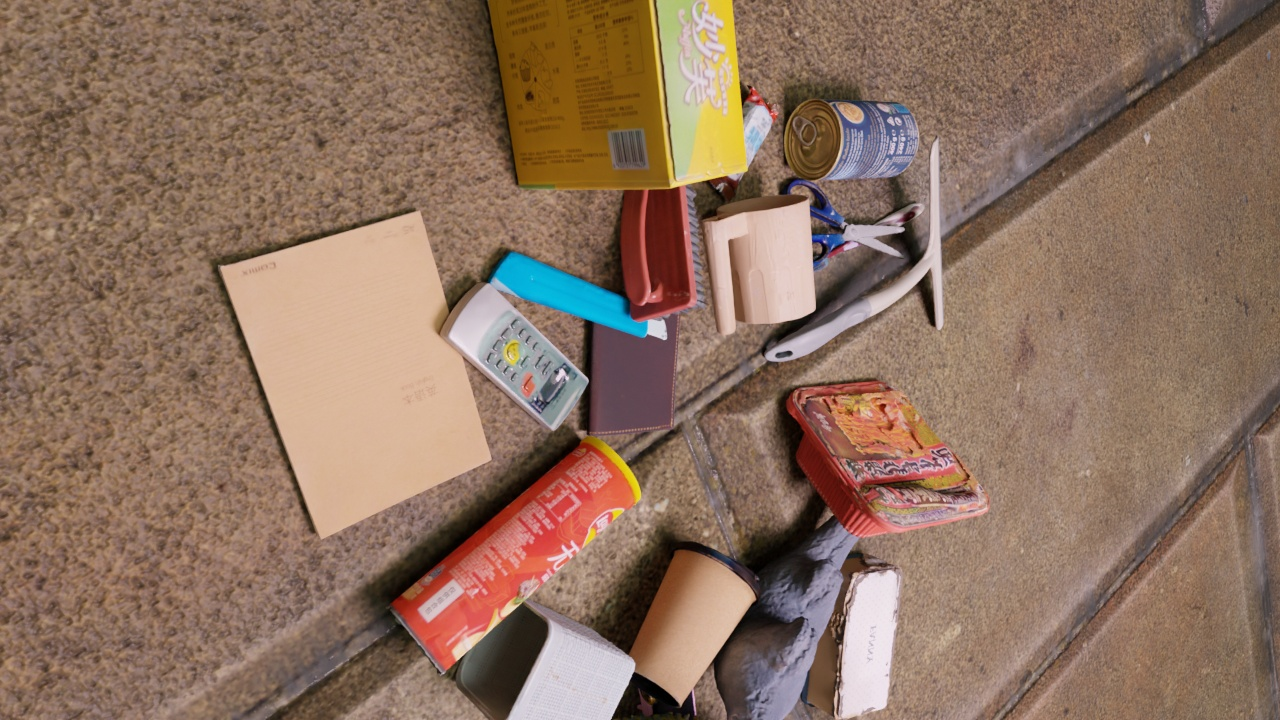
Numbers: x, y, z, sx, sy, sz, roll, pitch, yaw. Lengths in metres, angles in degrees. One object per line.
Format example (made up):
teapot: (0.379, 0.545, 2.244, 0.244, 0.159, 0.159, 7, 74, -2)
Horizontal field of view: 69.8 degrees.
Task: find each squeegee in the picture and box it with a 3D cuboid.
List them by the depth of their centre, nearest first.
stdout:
squeegee: (0.230, -0.061, 0.931, 0.246, 0.039, 0.247, -32, 133, -16)

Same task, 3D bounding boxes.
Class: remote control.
remote control: (-0.100, -0.002, 0.745, 0.135, 0.019, 0.056, 47, 68, -33)

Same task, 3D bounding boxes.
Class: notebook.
notebook: (-0.204, 0.008, 0.687, 0.149, 0.012, 0.211, -24, 111, -31)

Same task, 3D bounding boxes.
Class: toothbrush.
toothbrush: (0.236, -0.129, 0.956, 0.187, 0.017, 0.016, -28, 109, -27)

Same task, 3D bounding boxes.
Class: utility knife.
utility knife: (-0.046, -0.050, 0.764, 0.166, 0.018, 0.034, 20, 83, -25)

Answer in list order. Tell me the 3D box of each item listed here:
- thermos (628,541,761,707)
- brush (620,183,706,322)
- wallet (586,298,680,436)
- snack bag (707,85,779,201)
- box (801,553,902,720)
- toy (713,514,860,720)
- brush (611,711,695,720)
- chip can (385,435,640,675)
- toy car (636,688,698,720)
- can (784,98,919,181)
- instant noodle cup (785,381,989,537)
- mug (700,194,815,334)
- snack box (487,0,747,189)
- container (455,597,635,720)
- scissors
thermos: (0.045, 0.235, 0.834, 0.093, 0.093, 0.143, 51, 59, -29)
brush: (0.012, -0.108, 0.764, 0.069, 0.063, 0.145, 17, 65, -50)
wallet: (-0.005, 0.005, 0.816, 0.096, 0.020, 0.122, -2, 99, -38)
snack bag: (0.095, -0.201, 0.843, 0.045, 0.026, 0.105, 36, 79, -42)
box: (0.232, 0.308, 1.007, 0.089, 0.059, 0.184, 2, 99, -34)
toy: (0.134, 0.264, 0.875, 0.091, 0.138, 0.355, 47, 43, -8)
brush: (-0.015, 0.359, 0.833, 0.143, 0.055, 0.074, -2, 141, -11)
chip can: (-0.098, 0.154, 0.745, 0.216, 0.073, 0.073, -40, 117, -23)
toy car: (0.025, 0.329, 0.883, 0.056, 0.037, 0.122, -21, 122, -24)
can: (0.205, -0.213, 0.886, 0.111, 0.075, 0.075, -9, 103, -33)
instant noodle cup: (0.238, 0.105, 0.928, 0.164, 0.188, 0.079, -2, 134, -33)
mug: (0.104, -0.088, 0.829, 0.124, 0.084, 0.103, -25, 114, -43)
snack box: (-0.023, -0.205, 0.652, 0.069, 0.210, 0.158, -18, 109, -32)
container: (-0.076, 0.261, 0.771, 0.111, 0.090, 0.090, 34, 79, -36)
scissors: (0.204, -0.122, 0.923, 0.169, 0.012, 0.146, 40, 65, -21)
